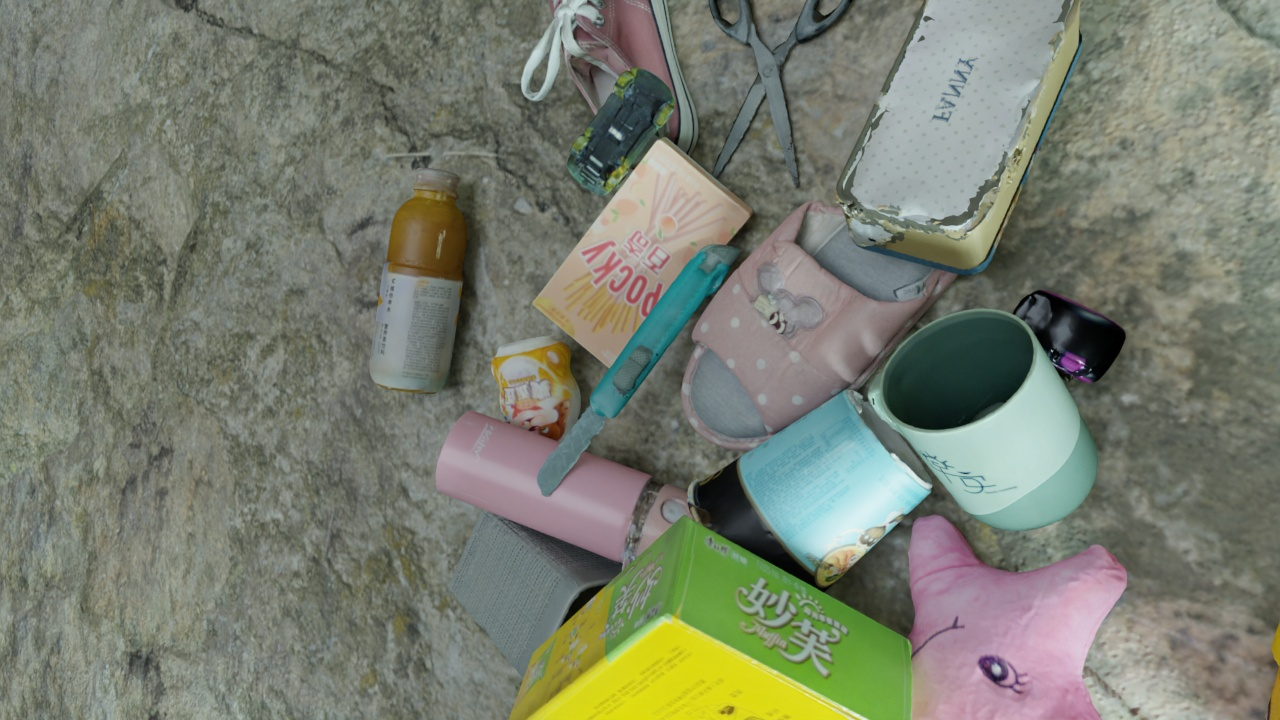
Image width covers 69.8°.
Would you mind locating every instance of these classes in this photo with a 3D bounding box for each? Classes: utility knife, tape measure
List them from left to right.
[{"bbox_3d":[-0.004,0.004,0.629,0.029,0.013,0.216,36,87,14],"label":"utility knife"},{"bbox_3d":[0.234,-0.012,0.510,0.058,0.057,0.039,31,101,19],"label":"tape measure"}]

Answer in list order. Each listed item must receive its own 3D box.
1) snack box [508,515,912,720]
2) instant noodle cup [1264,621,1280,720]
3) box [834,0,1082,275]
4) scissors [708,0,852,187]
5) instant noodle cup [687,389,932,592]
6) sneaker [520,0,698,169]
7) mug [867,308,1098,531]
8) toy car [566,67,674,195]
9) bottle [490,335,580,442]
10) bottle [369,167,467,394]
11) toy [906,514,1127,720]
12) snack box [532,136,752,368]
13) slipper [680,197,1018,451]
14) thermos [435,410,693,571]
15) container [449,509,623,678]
[{"bbox_3d":[0.032,0.199,0.545,0.157,0.069,0.211,31,131,-10],"label":"snack box"},{"bbox_3d":[0.333,0.188,0.405,0.118,0.118,0.114,19,106,33],"label":"instant noodle cup"},{"bbox_3d":[0.184,-0.144,0.522,0.090,0.060,0.184,23,78,29],"label":"box"},{"bbox_3d":[0.088,-0.209,0.646,0.181,0.014,0.159,-51,63,22],"label":"scissors"},{"bbox_3d":[0.109,0.083,0.566,0.121,0.111,0.111,-42,66,17],"label":"instant noodle cup"},{"bbox_3d":[-0.032,-0.250,0.683,0.118,0.087,0.241,-27,74,30],"label":"sneaker"},{"bbox_3d":[0.183,0.035,0.508,0.112,0.106,0.082,5,57,51],"label":"mug"},{"bbox_3d":[-0.013,-0.159,0.636,0.043,0.036,0.091,41,117,0],"label":"toy car"},{"bbox_3d":[-0.076,0.037,0.712,0.063,0.063,0.108,-10,97,33],"label":"bottle"},{"bbox_3d":[-0.187,-0.068,0.786,0.068,0.068,0.189,11,93,33],"label":"bottle"},{"bbox_3d":[0.201,0.181,0.508,0.178,0.074,0.195,37,109,43],"label":"toy"},{"bbox_3d":[0.000,-0.074,0.667,0.084,0.026,0.157,39,111,-2],"label":"snack box"},{"bbox_3d":[0.124,-0.045,0.587,0.275,0.054,0.114,-45,64,21],"label":"slipper"},{"bbox_3d":[-0.048,0.105,0.648,0.199,0.087,0.067,20,144,12],"label":"thermos"},{"bbox_3d":[-0.072,0.168,0.688,0.114,0.090,0.090,34,105,34],"label":"container"}]
